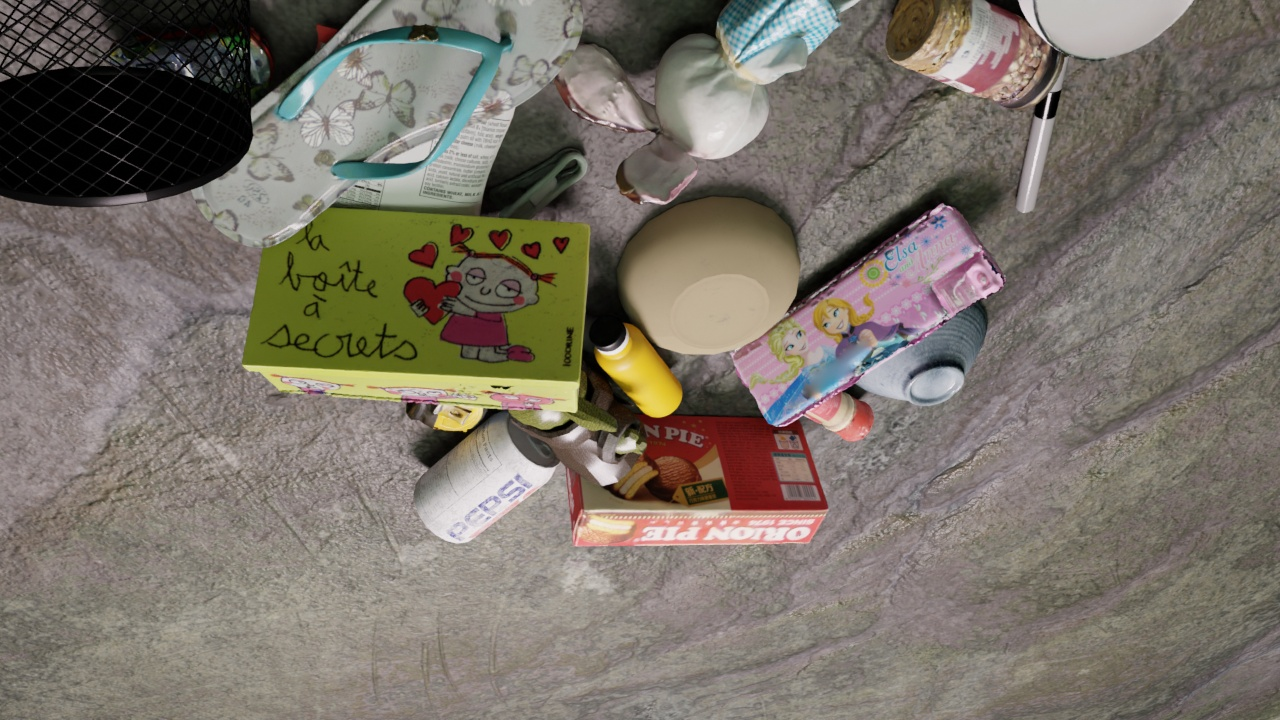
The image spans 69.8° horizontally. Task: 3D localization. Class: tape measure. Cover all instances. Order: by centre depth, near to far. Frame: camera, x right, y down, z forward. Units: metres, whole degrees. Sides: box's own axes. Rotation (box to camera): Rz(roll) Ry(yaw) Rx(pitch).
[{"bbox_3d":[-0.164,0.034,0.800,0.064,0.037,0.066,17,130,-26],"label":"tape measure"}]

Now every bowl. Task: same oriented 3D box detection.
[{"bbox_3d":[0.285,-0.251,0.568,0.113,0.063,0.114,-5,129,-6],"label":"bowl"},{"bbox_3d":[0.059,-0.056,0.742,0.152,0.050,0.153,-6,137,-6],"label":"bowl"},{"bbox_3d":[0.260,0.004,0.841,0.137,0.057,0.137,-6,137,-6],"label":"bowl"}]

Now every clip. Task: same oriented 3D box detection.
[{"bbox_3d":[-0.071,-0.126,0.658,0.076,0.059,0.023,-34,136,3],"label":"clip"}]

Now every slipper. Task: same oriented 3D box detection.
[{"bbox_3d":[-0.158,-0.159,0.550,0.269,0.054,0.098,-30,115,5],"label":"slipper"}]

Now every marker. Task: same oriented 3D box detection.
[{"bbox_3d":[0.303,-0.171,0.695,0.016,0.016,0.141,-11,137,0],"label":"marker"}]

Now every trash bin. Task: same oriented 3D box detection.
[{"bbox_3d":[-0.264,-0.197,0.415,0.184,0.183,0.211,1,130,-13],"label":"trash bin"}]

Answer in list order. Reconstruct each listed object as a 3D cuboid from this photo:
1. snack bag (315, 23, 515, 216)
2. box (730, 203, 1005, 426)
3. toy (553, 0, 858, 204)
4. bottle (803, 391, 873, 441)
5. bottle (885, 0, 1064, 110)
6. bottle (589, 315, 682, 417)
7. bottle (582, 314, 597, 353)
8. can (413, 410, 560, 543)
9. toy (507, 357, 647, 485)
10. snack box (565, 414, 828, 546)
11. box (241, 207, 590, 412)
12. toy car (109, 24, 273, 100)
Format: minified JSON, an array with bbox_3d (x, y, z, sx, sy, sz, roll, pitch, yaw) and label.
[{"bbox_3d":[-0.159,-0.139,0.617,0.130,0.039,0.144,10,132,-19],"label":"snack bag"},{"bbox_3d":[0.182,-0.032,0.768,0.231,0.053,0.084,-36,91,25],"label":"box"},{"bbox_3d":[0.060,-0.193,0.587,0.206,0.131,0.105,-38,162,15],"label":"toy"},{"bbox_3d":[0.174,0.041,0.874,0.109,0.044,0.044,27,125,-33],"label":"bottle"},{"bbox_3d":[0.222,-0.209,0.609,0.105,0.056,0.056,12,132,-23],"label":"bottle"},{"bbox_3d":[-0.005,0.005,0.771,0.043,0.043,0.143,-21,152,10],"label":"bottle"},{"bbox_3d":[-0.082,-0.035,0.750,0.113,0.030,0.030,17,130,-27],"label":"bottle"},{"bbox_3d":[-0.142,0.106,0.851,0.078,0.078,0.136,30,123,-35],"label":"can"},{"bbox_3d":[-0.058,0.041,0.771,0.078,0.179,0.153,-56,141,-14],"label":"toy"},{"bbox_3d":[0.049,0.112,0.872,0.236,0.113,0.060,2,136,-14],"label":"snack box"},{"bbox_3d":[-0.147,-0.034,0.637,0.221,0.124,0.081,6,161,-3],"label":"box"},{"bbox_3d":[-0.268,-0.179,0.554,0.091,0.036,0.042,-4,136,-1],"label":"toy car"}]
